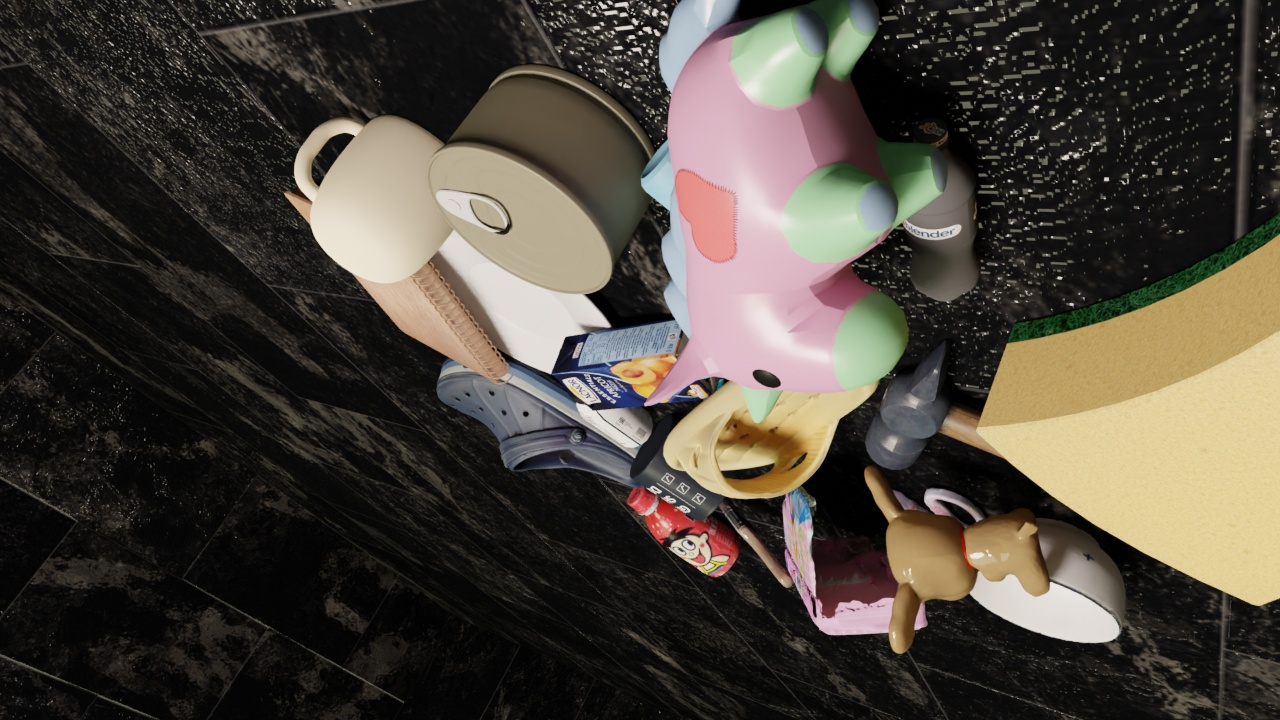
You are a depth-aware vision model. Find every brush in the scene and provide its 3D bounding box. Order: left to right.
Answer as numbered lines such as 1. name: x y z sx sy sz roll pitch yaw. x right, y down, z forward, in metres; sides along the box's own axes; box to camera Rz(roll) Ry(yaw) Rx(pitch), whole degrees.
1. brush: 0.109 0.174 0.926 0.039 0.012 0.151 40 -174 -41
2. brush: 0.312 0.025 0.428 0.195 0.075 0.251 31 156 -5

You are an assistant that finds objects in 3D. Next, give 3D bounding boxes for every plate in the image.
1. plate: -0.106 -0.049 0.807 0.209 0.015 0.209 24 155 12

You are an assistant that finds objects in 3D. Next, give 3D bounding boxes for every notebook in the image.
1. notebook: -0.219 -0.068 0.853 0.169 0.022 0.210 26 158 35

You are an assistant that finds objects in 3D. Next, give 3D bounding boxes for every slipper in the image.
1. slipper: -0.102 0.073 0.951 0.253 0.095 0.105 25 158 0
2. slipper: 0.099 0.062 0.694 0.111 0.079 0.262 1 157 -17

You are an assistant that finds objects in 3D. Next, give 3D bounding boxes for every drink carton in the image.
1. drink carton: -0.004 0.004 0.742 0.130 0.040 0.064 -8 140 38

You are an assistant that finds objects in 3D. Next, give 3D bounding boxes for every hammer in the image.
1. hammer: 0.312 0.081 0.589 0.322 0.040 0.129 22 151 13

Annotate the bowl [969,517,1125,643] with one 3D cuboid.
1. bowl: 0.314 0.163 0.707 0.113 0.063 0.114 24 155 12

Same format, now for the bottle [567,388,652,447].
1. bottle: -0.030 0.045 0.847 0.041 0.041 0.116 13 164 32

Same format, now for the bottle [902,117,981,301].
1. bottle: 0.149 -0.074 0.458 0.036 0.036 0.110 14 151 31

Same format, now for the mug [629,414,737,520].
1. mug: 0.035 0.106 0.888 0.077 0.071 0.105 34 158 -10

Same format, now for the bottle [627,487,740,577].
1. bottle: 0.046 0.189 1.048 0.137 0.061 0.062 36 155 -18

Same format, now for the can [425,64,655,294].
1. can: -0.058 -0.110 0.569 0.128 0.073 0.128 24 155 12

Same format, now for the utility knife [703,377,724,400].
1. utility knife: 0.065 0.036 0.791 0.022 0.015 0.124 20 152 13

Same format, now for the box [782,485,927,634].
1. box: 0.174 0.153 0.792 0.086 0.105 0.230 -4 180 3

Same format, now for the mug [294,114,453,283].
1. mug: -0.197 -0.117 0.671 0.120 0.099 0.096 38 154 -19

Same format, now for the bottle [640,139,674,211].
1. bottle: 0.061 -0.079 0.540 0.130 0.040 0.040 37 155 -16

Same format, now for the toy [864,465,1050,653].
1. toy: 0.224 0.135 0.646 0.108 0.134 0.106 -13 151 19

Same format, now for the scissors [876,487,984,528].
1. scissors: 0.289 0.156 0.780 0.179 0.016 0.105 35 155 -12

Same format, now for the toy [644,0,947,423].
1. toy: 0.056 -0.076 0.447 0.172 0.119 0.222 -17 102 52
